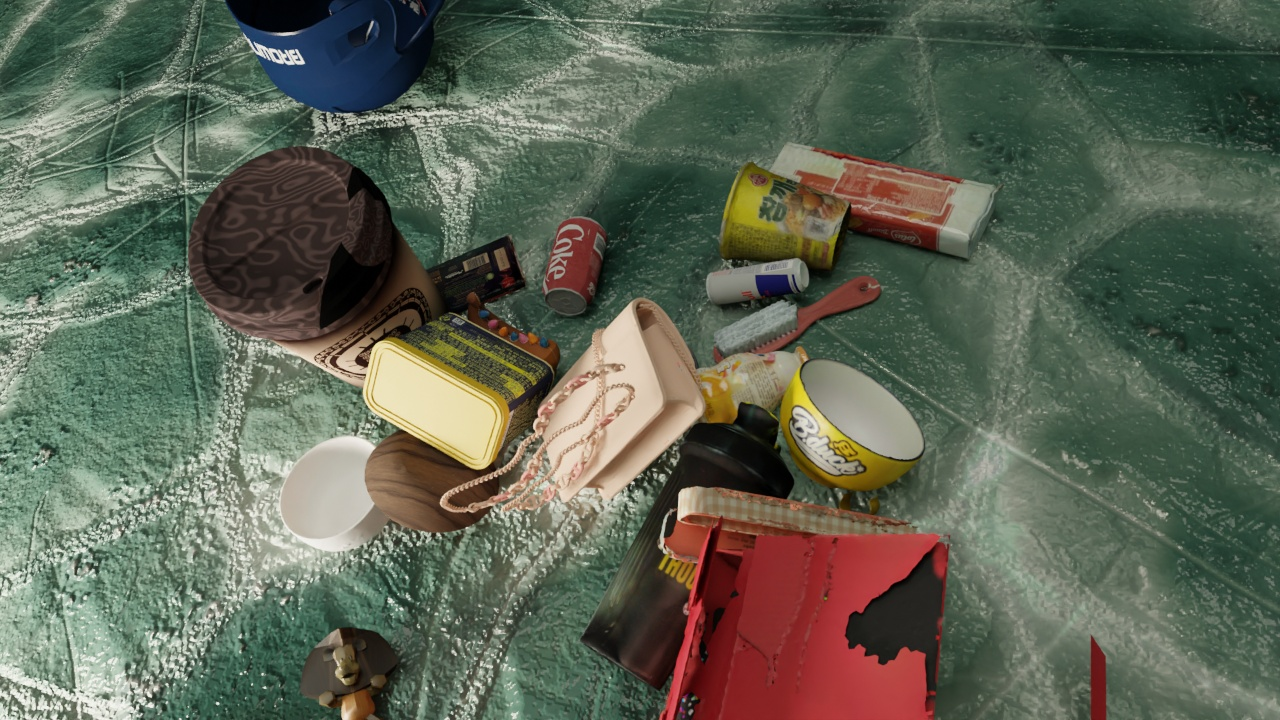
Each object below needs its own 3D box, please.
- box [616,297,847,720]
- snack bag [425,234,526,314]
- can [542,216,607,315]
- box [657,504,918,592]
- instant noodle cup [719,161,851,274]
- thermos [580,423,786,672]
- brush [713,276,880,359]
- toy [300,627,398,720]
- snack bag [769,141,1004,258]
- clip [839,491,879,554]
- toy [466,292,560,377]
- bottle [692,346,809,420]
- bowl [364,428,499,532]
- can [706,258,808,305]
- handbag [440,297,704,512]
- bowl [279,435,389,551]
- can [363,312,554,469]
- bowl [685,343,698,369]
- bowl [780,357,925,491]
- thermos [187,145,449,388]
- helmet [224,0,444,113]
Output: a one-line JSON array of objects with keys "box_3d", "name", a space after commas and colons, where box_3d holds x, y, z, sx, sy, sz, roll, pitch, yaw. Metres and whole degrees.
[{"box_3d": [0.048, 0.168, 0.500, 0.107, 0.410, 0.211, 8, 57, 17], "name": "box"}, {"box_3d": [-0.203, -0.080, 0.991, 0.155, 0.018, 0.074, -22, 54, 1], "name": "snack bag"}, {"box_3d": [-0.067, -0.097, 0.942, 0.054, 0.054, 0.096, 0, 56, 16], "name": "can"}, {"box_3d": [0.109, 0.130, 0.665, 0.187, 0.079, 0.054, 11, 24, -13], "name": "box"}, {"box_3d": [0.141, -0.132, 0.887, 0.108, 0.102, 0.102, 17, 61, 16], "name": "instant noodle cup"}, {"box_3d": [0.041, 0.142, 0.719, 0.098, 0.098, 0.220, 23, 70, 28], "name": "thermos"}, {"box_3d": [0.146, -0.043, 0.858, 0.172, 0.030, 0.041, -25, 53, -3], "name": "brush"}, {"box_3d": [-0.228, 0.264, 0.730, 0.076, 0.063, 0.100, -14, 56, -18], "name": "toy"}, {"box_3d": [0.233, -0.163, 0.913, 0.225, 0.041, 0.077, 20, 64, 26], "name": "snack bag"}, {"box_3d": [0.175, 0.126, 0.723, 0.045, 0.054, 0.048, -32, 75, 15], "name": "clip"}, {"box_3d": [-0.122, -0.023, 0.876, 0.090, 0.103, 0.070, 8, 45, 34], "name": "toy"}, {"box_3d": [0.096, 0.022, 0.803, 0.109, 0.063, 0.063, -21, 52, 2], "name": "bottle"}, {"box_3d": [-0.181, 0.095, 0.814, 0.119, 0.032, 0.119, 13, 40, -12], "name": "bowl"}, {"box_3d": [0.111, -0.075, 0.874, 0.095, 0.032, 0.032, -7, 52, 30], "name": "can"}, {"box_3d": [-0.057, 0.023, 0.735, 0.199, 0.187, 0.116, -46, 54, 34], "name": "handbag"}, {"box_3d": [-0.270, 0.126, 0.842, 0.105, 0.054, 0.104, -8, 55, 12], "name": "bowl"}, {"box_3d": [-0.160, 0.022, 0.829, 0.135, 0.075, 0.104, 27, 27, 12], "name": "can"}, {"box_3d": [-0.005, 0.005, 0.857, 0.114, 0.045, 0.114, -8, 54, 11], "name": "bowl"}, {"box_3d": [0.161, 0.060, 0.743, 0.117, 0.068, 0.117, 22, 32, -15], "name": "bowl"}, {"box_3d": [-0.279, -0.067, 0.859, 0.173, 0.226, 0.172, -5, 67, 11], "name": "thermos"}, {"box_3d": [-0.361, -0.438, 1.163, 0.232, 0.223, 0.272, 40, 83, 19], "name": "helmet"}]
